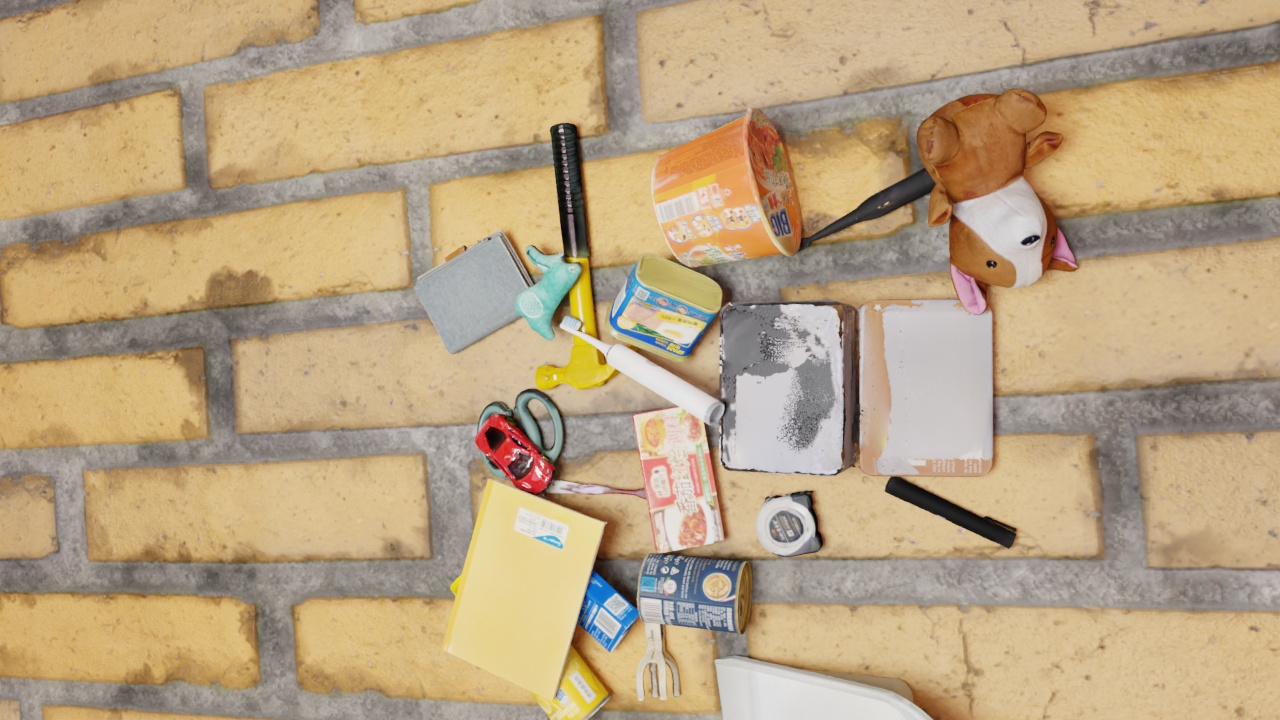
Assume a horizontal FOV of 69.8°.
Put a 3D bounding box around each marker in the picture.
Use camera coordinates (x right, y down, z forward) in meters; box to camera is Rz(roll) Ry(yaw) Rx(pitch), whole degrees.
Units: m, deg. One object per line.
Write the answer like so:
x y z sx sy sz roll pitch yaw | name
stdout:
0.311 0.151 0.924 0.132 0.020 0.022 25 109 16 | marker

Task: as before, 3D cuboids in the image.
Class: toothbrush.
-0.061 0.147 1.049 0.188 0.017 0.016 1 83 20 | toothbrush
0.245 -0.160 0.940 0.213 0.027 0.026 -26 98 18 | toothbrush
-0.006 0.006 0.968 0.221 0.026 0.026 30 88 31 | toothbrush

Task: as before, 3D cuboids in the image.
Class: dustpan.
0.198 0.417 0.904 0.258 0.142 0.222 -8 88 17 | dustpan

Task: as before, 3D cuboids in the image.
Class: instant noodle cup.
0.086 -0.166 0.933 0.112 0.151 0.151 -13 87 26 | instant noodle cup

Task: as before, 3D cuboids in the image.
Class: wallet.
-0.192 -0.082 1.078 0.130 0.037 0.106 -27 93 18 | wallet

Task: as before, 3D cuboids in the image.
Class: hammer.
-0.071 -0.117 1.039 0.129 0.032 0.300 -7 89 18 | hammer

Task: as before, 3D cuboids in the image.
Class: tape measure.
0.155 0.173 0.969 0.066 0.033 0.065 -11 85 16 | tape measure

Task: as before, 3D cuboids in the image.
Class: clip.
0.016 0.329 1.002 0.035 0.096 0.101 -7 99 18 | clip

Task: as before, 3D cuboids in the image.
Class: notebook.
-0.130 0.248 0.998 0.146 0.010 0.206 18 97 18 | notebook

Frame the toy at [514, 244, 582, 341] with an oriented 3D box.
-0.105 -0.082 1.020 0.096 0.030 0.092 43 99 21 | toy

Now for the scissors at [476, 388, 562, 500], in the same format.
-0.149 0.125 1.064 0.129 0.019 0.185 -2 81 21 | scissors

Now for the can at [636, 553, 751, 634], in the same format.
0.057 0.248 0.980 0.111 0.075 0.075 2 91 18 | can

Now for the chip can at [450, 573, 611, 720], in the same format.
-0.125 0.318 1.043 0.072 0.072 0.213 -44 79 14 | chip can

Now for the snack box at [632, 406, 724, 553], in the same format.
0.041 0.127 0.998 0.075 0.025 0.153 -10 88 -3 | snack box

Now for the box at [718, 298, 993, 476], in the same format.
0.217 0.026 0.921 0.261 0.102 0.178 1 90 23 | box

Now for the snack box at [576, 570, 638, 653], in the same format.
-0.075 0.252 1.024 0.157 0.026 0.085 39 143 14 | snack box

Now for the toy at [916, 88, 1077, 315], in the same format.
0.333 -0.148 0.854 0.140 0.130 0.200 -19 113 6 | toy

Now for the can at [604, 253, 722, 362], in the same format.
0.025 -0.055 0.963 0.102 0.057 0.083 22 136 -11 | can

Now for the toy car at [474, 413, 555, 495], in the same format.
-0.142 0.107 1.039 0.106 0.031 0.049 43 100 18 | toy car
